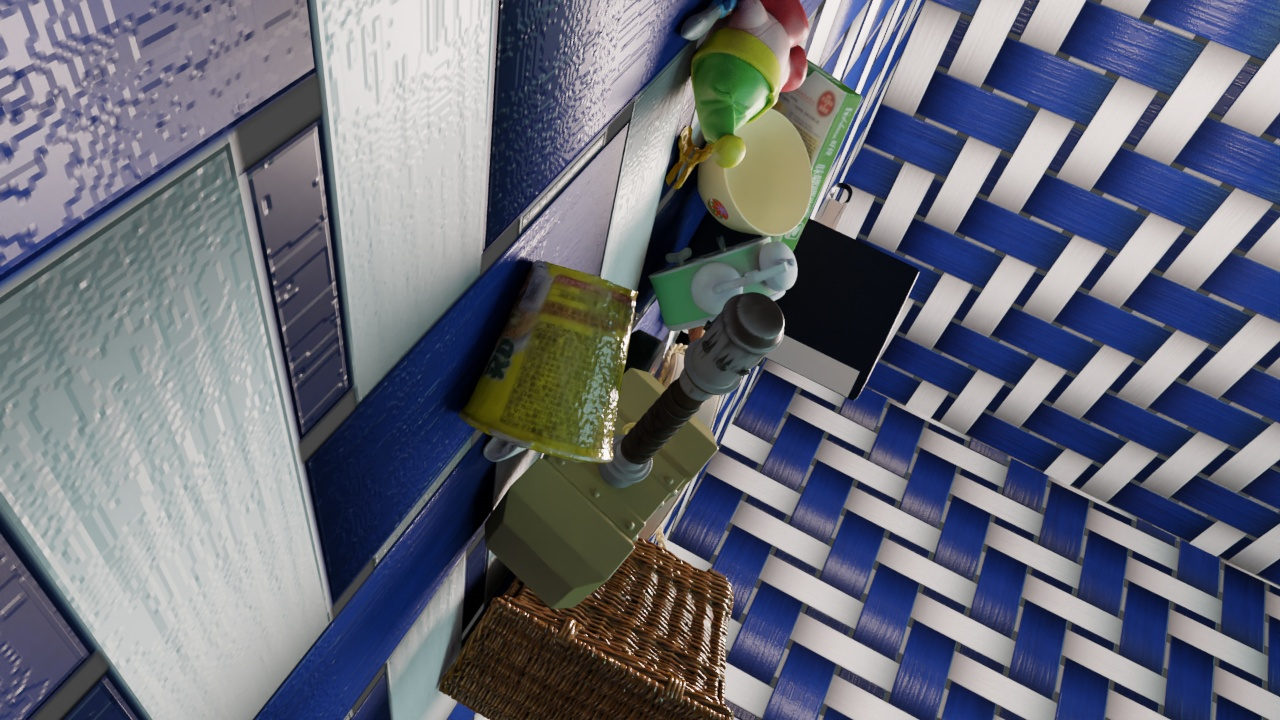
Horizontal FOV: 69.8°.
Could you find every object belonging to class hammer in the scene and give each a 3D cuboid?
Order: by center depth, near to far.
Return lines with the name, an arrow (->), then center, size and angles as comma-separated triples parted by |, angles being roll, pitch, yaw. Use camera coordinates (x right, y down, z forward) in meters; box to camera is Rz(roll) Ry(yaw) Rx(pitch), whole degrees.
hammer -> 0.011, 0.049, 0.660 | 0.189, 0.100, 0.326 | -45, 176, -35

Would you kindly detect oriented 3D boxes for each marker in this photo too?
marker -> 0.069, -0.060, 1.194 | 0.025, 0.025, 0.126 | -54, 166, -44

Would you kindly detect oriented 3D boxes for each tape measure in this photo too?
tape measure -> -0.006, 0.005, 0.936 | 0.072, 0.042, 0.071 | -61, 170, 14

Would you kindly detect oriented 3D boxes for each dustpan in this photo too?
dustpan -> 0.185, -0.110, 1.043 | 0.272, 0.236, 0.080 | -60, 171, -16

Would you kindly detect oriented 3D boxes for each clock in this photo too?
clock -> 0.080, -0.078, 0.865 | 0.121, 0.075, 0.162 | -21, -173, -21

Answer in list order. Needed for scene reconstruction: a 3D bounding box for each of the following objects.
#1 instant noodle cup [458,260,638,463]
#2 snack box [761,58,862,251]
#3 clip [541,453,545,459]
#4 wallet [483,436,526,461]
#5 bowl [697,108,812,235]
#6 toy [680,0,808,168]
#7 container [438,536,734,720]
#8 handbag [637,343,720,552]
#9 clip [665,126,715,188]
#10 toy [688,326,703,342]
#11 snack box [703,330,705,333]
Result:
instant noodle cup -> -0.050, -0.001, 0.567 | 0.102, 0.102, 0.108 | 8, 99, -80
snack box -> 0.146, -0.216, 0.934 | 0.027, 0.132, 0.168 | 1, 126, -30
clip -> -0.078, 0.094, 0.832 | 0.163, 0.028, 0.108 | -61, 169, -21
wallet -> -0.063, 0.035, 0.688 | 0.086, 0.032, 0.116 | -54, 170, 25
bowl -> 0.096, -0.172, 0.869 | 0.074, 0.118, 0.117 | -3, -131, 51
toy -> 0.076, -0.211, 0.675 | 0.131, 0.097, 0.124 | -39, 156, -18
container -> -0.032, 0.274, 0.906 | 0.163, 0.250, 0.182 | -58, -174, 35
handbag -> 0.022, 0.105, 1.045 | 0.211, 0.103, 0.208 | -59, -173, 40
clip -> 0.047, -0.172, 0.775 | 0.052, 0.035, 0.046 | -57, 176, -27
toy -> 0.060, -0.058, 1.078 | 0.102, 0.054, 0.041 | 107, -23, -52
snack box -> 0.116, -0.060, 1.344 | 0.153, 0.055, 0.207 | -63, 170, -2
